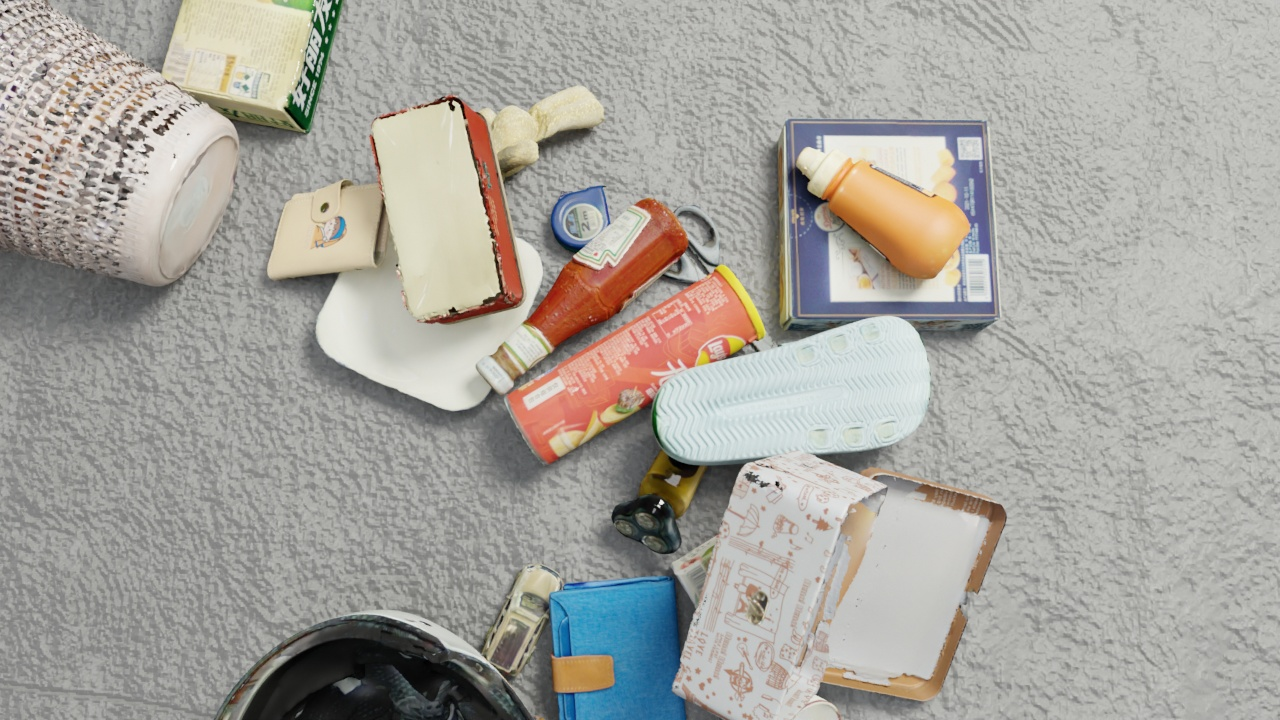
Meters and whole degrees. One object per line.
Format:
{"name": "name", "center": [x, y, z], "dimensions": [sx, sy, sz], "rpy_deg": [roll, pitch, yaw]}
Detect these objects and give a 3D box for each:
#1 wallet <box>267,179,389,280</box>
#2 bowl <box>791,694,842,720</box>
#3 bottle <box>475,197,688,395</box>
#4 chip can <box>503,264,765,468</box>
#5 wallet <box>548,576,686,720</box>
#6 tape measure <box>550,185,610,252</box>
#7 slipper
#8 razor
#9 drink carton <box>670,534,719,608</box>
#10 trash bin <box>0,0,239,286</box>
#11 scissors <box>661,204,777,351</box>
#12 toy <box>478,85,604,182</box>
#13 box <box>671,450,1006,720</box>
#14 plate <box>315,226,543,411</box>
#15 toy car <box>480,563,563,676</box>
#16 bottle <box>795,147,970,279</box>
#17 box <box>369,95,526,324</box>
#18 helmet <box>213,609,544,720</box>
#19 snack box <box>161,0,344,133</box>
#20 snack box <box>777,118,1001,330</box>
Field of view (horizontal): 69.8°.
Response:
{"name": "wallet", "center": [-0.264, -0.114, 0.783], "dimensions": [0.115, 0.024, 0.087], "rpy_deg": [-4, 68, 25]}
{"name": "bowl", "center": [0.100, 0.306, 0.717], "dimensions": [0.062, 0.113, 0.113], "rpy_deg": [18, 78, 45]}
{"name": "bottle", "center": [-0.050, -0.051, 0.762], "dimensions": [0.206, 0.060, 0.060], "rpy_deg": [-43, 84, -9]}
{"name": "chip can", "center": [-0.005, 0.004, 0.761], "dimensions": [0.216, 0.073, 0.073], "rpy_deg": [-31, 83, -3]}
{"name": "wallet", "center": [-0.019, 0.245, 0.742], "dimensions": [0.106, 0.040, 0.133], "rpy_deg": [-4, 89, -5]}
{"name": "tape measure", "center": [-0.051, -0.122, 0.808], "dimensions": [0.054, 0.025, 0.058], "rpy_deg": [-11, 78, -1]}
{"name": "slipper", "center": [0.125, 0.033, 0.750], "dimensions": [0.245, 0.074, 0.104], "rpy_deg": [-11, 83, -13]}
{"name": "razor", "center": [0.039, 0.077, 0.763], "dimensions": [0.062, 0.068, 0.167], "rpy_deg": [28, 76, 8]}
{"name": "drink carton", "center": [0.088, 0.158, 0.754], "dimensions": [0.122, 0.053, 0.045], "rpy_deg": [-30, 85, -5]}
{"name": "trash bin", "center": [-0.443, -0.162, 0.728], "dimensions": [0.192, 0.228, 0.227], "rpy_deg": [23, 81, -10]}
{"name": "scissors", "center": [0.080, -0.065, 0.807], "dimensions": [0.175, 0.014, 0.135], "rpy_deg": [17, 83, 2]}
{"name": "toy", "center": [-0.103, -0.192, 0.805], "dimensions": [0.157, 0.066, 0.105], "rpy_deg": [-32, 51, -9]}
{"name": "box", "center": [0.149, 0.169, 0.687], "dimensions": [0.273, 0.126, 0.179], "rpy_deg": [10, 101, -39]}
{"name": "plate", "center": [-0.178, -0.049, 0.791], "dimensions": [0.163, 0.034, 0.164], "rpy_deg": [24, 82, 3]}
{"name": "toy car", "center": [-0.096, 0.211, 0.753], "dimensions": [0.042, 0.035, 0.090], "rpy_deg": [27, 79, 1]}
{"name": "bottle", "center": [0.192, -0.128, 0.750], "dimensions": [0.149, 0.067, 0.066], "rpy_deg": [36, 82, 11]}
{"name": "box", "center": [-0.157, -0.116, 0.728], "dimensions": [0.091, 0.079, 0.168], "rpy_deg": [-13, 87, 10]}
{"name": "helmet", "center": [-0.178, 0.309, 0.676], "dimensions": [0.230, 0.157, 0.274], "rpy_deg": [-36, 94, -8]}
{"name": "snack box", "center": [-0.331, -0.332, 0.817], "dimensions": [0.114, 0.063, 0.240], "rpy_deg": [10, 81, 0]}
{"name": "snack box", "center": [0.213, -0.118, 0.801], "dimensions": [0.182, 0.046, 0.177], "rpy_deg": [0, 81, -1]}
